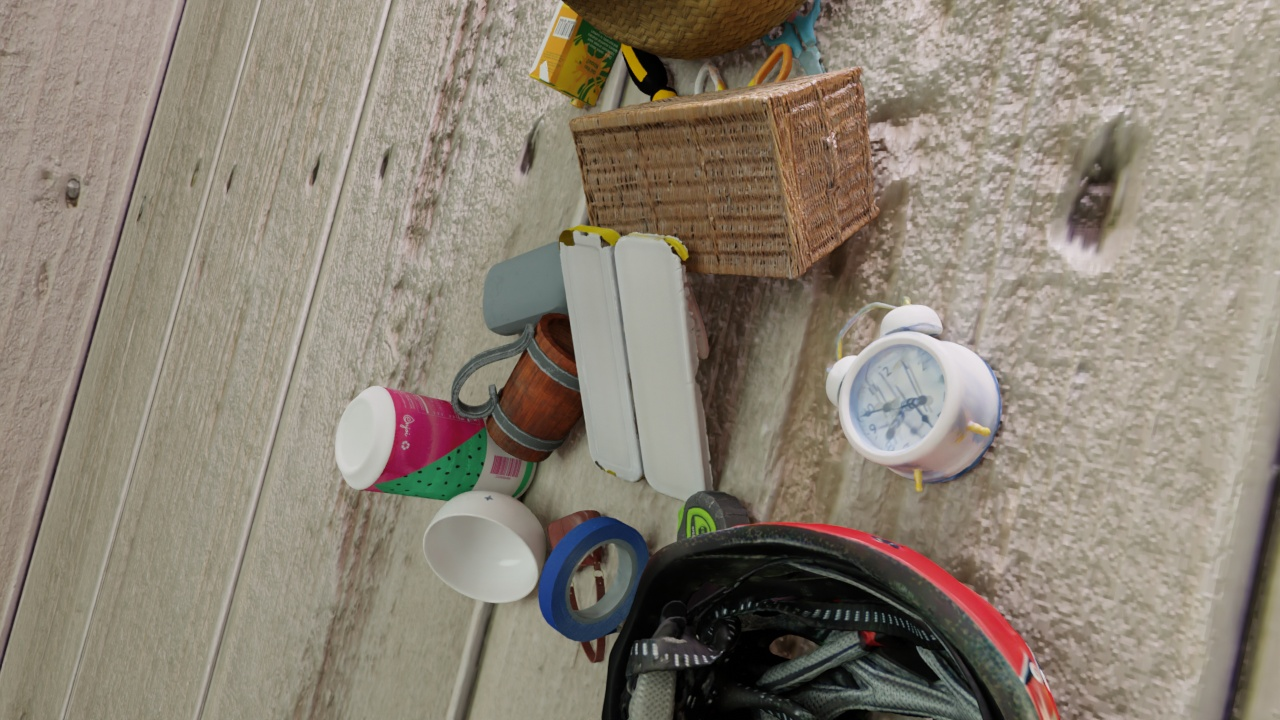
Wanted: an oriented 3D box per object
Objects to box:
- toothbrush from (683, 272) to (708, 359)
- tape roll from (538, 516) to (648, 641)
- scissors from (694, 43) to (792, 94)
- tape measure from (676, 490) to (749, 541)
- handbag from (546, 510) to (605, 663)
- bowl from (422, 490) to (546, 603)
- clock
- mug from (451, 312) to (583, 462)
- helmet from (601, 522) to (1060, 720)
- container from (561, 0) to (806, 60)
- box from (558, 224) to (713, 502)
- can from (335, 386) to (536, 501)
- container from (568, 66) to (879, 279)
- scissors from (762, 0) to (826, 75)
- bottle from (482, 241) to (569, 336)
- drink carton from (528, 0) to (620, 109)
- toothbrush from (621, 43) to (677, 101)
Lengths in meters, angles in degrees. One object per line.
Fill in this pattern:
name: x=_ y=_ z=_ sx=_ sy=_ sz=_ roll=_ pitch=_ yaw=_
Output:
toothbrush: x=0.027 y=-0.084 z=0.748 sx=0.016 sy=0.018 sz=0.181 roll=-32 pitch=64 yaw=40
tape roll: x=-0.034 y=0.165 z=0.694 sx=0.016 sy=0.091 sz=0.093 roll=18 pitch=96 yaw=48
scissors: x=0.077 y=-0.210 z=0.749 sx=0.126 sy=0.011 sz=0.128 roll=-49 pitch=44 yaw=31
tape measure: x=0.054 y=0.126 z=0.657 sx=0.059 sy=0.035 sz=0.065 roll=-21 pitch=66 yaw=51
handbag: x=-0.047 y=0.187 z=0.754 sx=0.055 sy=0.029 sz=0.119 roll=-29 pitch=63 yaw=40
bowl: x=-0.131 y=0.157 z=0.801 sx=0.105 sy=0.105 sz=0.054 roll=-41 pitch=15 yaw=31
clock: x=0.162 y=0.017 z=0.567 sx=0.089 sy=0.052 sz=0.125 roll=-49 pitch=45 yaw=26
mug: x=-0.095 y=0.020 z=0.789 sx=0.111 sy=0.117 sz=0.081 roll=-55 pitch=28 yaw=24
helmet: x=0.099 y=0.198 z=0.489 sx=0.273 sy=0.166 sz=0.217 roll=-2 pitch=76 yaw=46
container: x=0.044 y=-0.399 z=0.705 sx=0.308 sy=0.196 sz=0.306 roll=-21 pitch=62 yaw=43
box: x=-0.003 y=0.004 z=0.686 sx=0.127 sy=0.023 sz=0.210 roll=17 pitch=122 yaw=45
can: x=-0.180 y=0.080 z=0.818 sx=0.088 sy=0.165 sz=0.088 roll=-17 pitch=66 yaw=42
container: x=0.059 y=-0.132 z=0.646 sx=0.199 sy=0.112 sz=0.114 roll=10 pitch=120 yaw=46
scissors: x=0.127 y=-0.239 z=0.708 sx=0.057 sy=0.015 sz=0.136 roll=-35 pitch=50 yaw=31
bottle: x=-0.082 y=-0.071 z=0.851 sx=0.162 sy=0.046 sz=0.072 roll=-12 pitch=69 yaw=44
drink carton: x=-0.055 y=-0.311 z=0.887 sx=0.041 sy=0.058 sz=0.122 roll=34 pitch=103 yaw=46
toothbrush: x=0.020 y=-0.229 z=0.801 sx=0.031 sy=0.031 sz=0.196 roll=-49 pitch=45 yaw=28
